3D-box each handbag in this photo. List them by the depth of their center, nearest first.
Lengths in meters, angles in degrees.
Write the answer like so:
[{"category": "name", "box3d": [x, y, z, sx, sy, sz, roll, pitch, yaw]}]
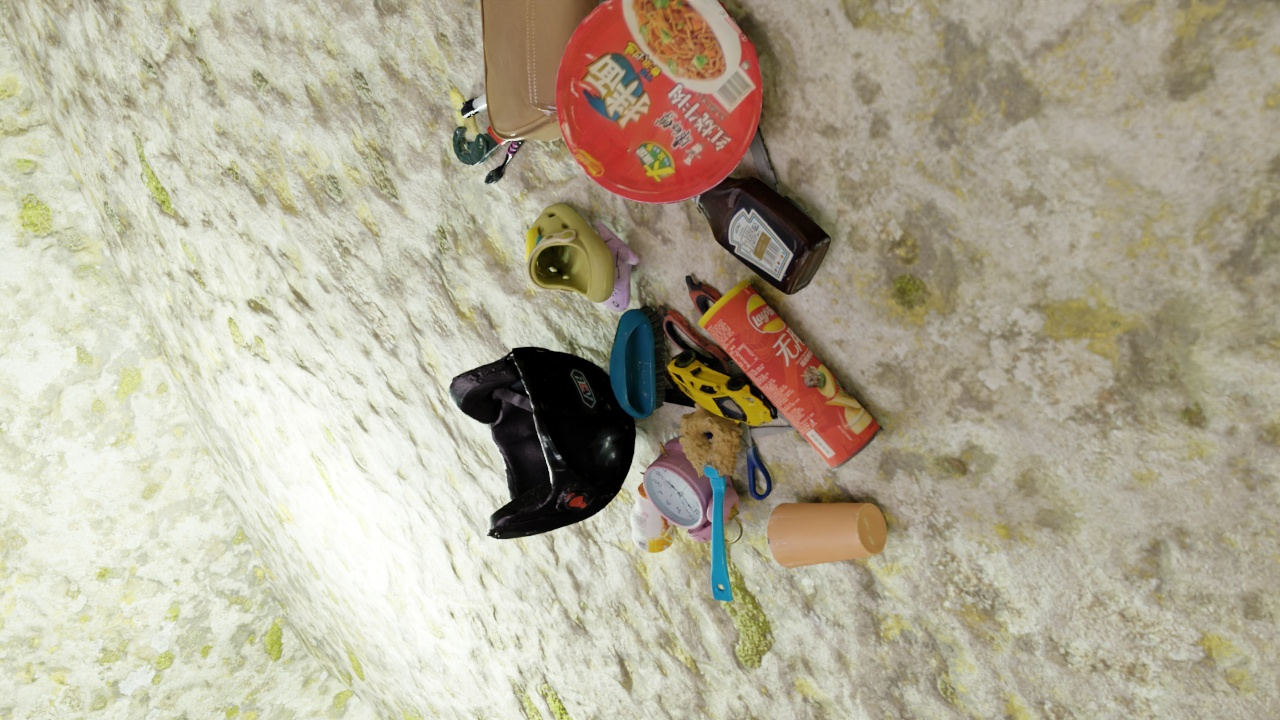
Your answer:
[{"category": "handbag", "box3d": [-0.096, -0.328, 0.936, 0.148, 0.099, 0.205, 16, 111, 47]}]

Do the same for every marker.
[{"category": "marker", "box3d": [-0.181, -0.321, 1.111, 0.131, 0.018, 0.022, -9, 103, 50]}, {"category": "marker", "box3d": [0.030, 0.043, 1.174, 0.132, 0.020, 0.022, 9, 160, 44]}]

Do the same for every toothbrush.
[{"category": "toothbrush", "box3d": [-0.152, -0.267, 1.124, 0.014, 0.017, 0.190, 58, 142, 4]}]

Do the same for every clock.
[{"category": "clock", "box3d": [0.073, 0.178, 1.204, 0.158, 0.059, 0.117, 42, 142, 11]}]

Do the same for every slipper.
[{"category": "slipper", "box3d": [-0.096, -0.126, 1.090, 0.190, 0.081, 0.092, 41, 134, 51]}]

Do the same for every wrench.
[{"category": "wrench", "box3d": [-0.155, -0.288, 1.100, 0.274, 0.016, 0.056, -10, 96, 51]}]

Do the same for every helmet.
[{"category": "helmet", "box3d": [-0.116, 0.098, 1.202, 0.233, 0.229, 0.276, 67, 153, 25]}]

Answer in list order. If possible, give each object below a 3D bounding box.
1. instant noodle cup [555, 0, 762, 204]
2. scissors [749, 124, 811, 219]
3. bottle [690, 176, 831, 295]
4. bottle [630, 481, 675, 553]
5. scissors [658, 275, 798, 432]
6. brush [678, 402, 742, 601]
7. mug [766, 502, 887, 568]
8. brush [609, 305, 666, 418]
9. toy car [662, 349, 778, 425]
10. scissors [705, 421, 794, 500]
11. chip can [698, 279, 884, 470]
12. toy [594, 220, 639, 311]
[{"category": "instant noodle cup", "box3d": [0.021, -0.247, 0.865, 0.194, 0.065, 0.194, 3, 104, 11]}, {"category": "scissors", "box3d": [0.132, -0.181, 0.896, 0.137, 0.014, 0.175, 32, 136, 27]}, {"category": "bottle", "box3d": [0.096, -0.148, 0.911, 0.195, 0.043, 0.080, 42, 140, 20]}, {"category": "bottle", "box3d": [0.016, 0.219, 1.294, 0.063, 0.063, 0.108, 24, 135, 33]}, {"category": "scissors", "box3d": [0.107, -0.008, 1.053, 0.196, 0.015, 0.216, 4, 121, 45]}, {"category": "brush", "box3d": [0.092, 0.176, 1.124, 0.083, 0.045, 0.255, 0, 100, 27]}, {"category": "mug", "box3d": [0.217, 0.198, 1.059, 0.123, 0.078, 0.078, -16, 107, 46]}, {"category": "brush", "box3d": [-0.007, 0.007, 1.126, 0.055, 0.073, 0.144, 16, 118, 37]}, {"category": "toy car", "box3d": [0.090, 0.035, 1.052, 0.156, 0.041, 0.071, 24, 157, 45]}, {"category": "scissors", "box3d": [0.127, 0.099, 1.121, 0.173, 0.012, 0.162, -11, 107, 49]}, {"category": "chip can", "box3d": [0.157, 0.015, 0.972, 0.216, 0.073, 0.073, 48, 143, 7]}, {"category": "toy", "box3d": [-0.030, -0.105, 1.101, 0.084, 0.038, 0.108, 46, 145, 34]}]
